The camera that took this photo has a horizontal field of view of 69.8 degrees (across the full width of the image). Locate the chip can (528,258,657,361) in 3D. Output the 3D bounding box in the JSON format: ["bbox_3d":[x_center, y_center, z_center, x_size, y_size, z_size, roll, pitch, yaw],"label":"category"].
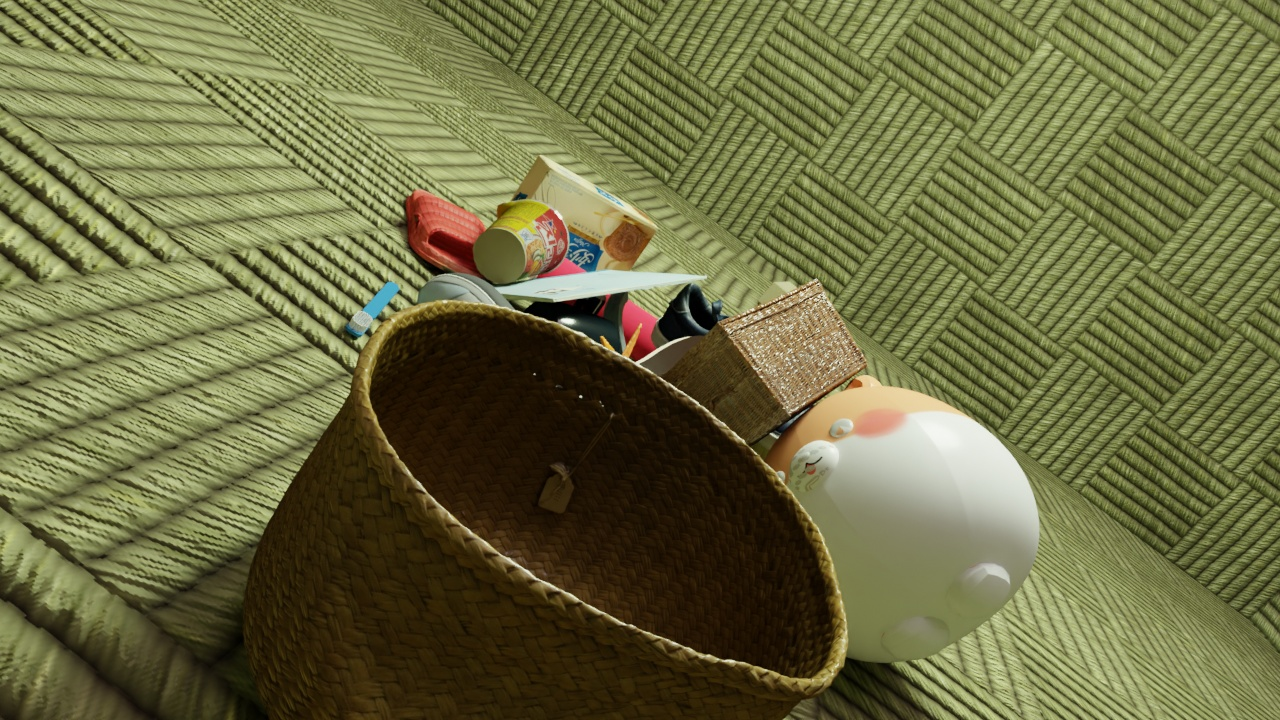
[{"bbox_3d":[-0.050,-0.066,1.268,0.220,0.069,0.069,33,17,-12],"label":"chip can"}]

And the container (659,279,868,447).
[{"bbox_3d":[0.134,0.009,0.964,0.197,0.114,0.112,-26,77,-45],"label":"container"}]

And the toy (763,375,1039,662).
[{"bbox_3d":[0.235,0.149,0.904,0.265,0.263,0.280,32,21,-40],"label":"toy"}]

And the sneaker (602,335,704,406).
[{"bbox_3d":[-0.003,0.069,0.988,0.111,0.117,0.292,44,37,3],"label":"sneaker"}]

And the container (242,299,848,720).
[{"bbox_3d":[-0.059,0.122,0.530,0.307,0.197,0.306,32,19,-13],"label":"container"}]

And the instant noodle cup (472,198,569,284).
[{"bbox_3d":[-0.151,-0.139,1.128,0.100,0.100,0.112,36,24,-1],"label":"instant noodle cup"}]

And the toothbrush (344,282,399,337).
[{"bbox_3d":[-0.263,-0.056,0.914,0.016,0.014,0.166,33,16,-12],"label":"toothbrush"}]

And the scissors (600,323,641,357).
[{"bbox_3d":[-0.026,0.016,1.041,0.011,0.130,0.125,16,-30,33],"label":"scissors"}]

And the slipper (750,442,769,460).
[{"bbox_3d":[0.163,0.114,1.212,0.082,0.091,0.190,19,2,44],"label":"slipper"}]

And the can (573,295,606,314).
[{"bbox_3d":[-0.077,-0.054,1.159,0.031,0.081,0.031,33,17,-12],"label":"can"}]

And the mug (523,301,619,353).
[{"bbox_3d":[-0.084,-0.004,1.036,0.094,0.085,0.121,19,53,-43],"label":"mug"}]

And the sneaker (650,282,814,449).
[{"bbox_3d":[0.142,0.006,1.118,0.294,0.127,0.120,43,36,21],"label":"sneaker"}]

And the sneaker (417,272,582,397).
[{"bbox_3d":[-0.166,0.006,0.836,0.256,0.093,0.160,44,27,27],"label":"sneaker"}]

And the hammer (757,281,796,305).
[{"bbox_3d":[0.221,0.010,1.494,0.100,0.190,0.325,43,0,20],"label":"hammer"}]

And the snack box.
[{"bbox_3d":[-0.097,-0.181,1.335,0.207,0.153,0.055,24,19,-36],"label":"snack box"}]

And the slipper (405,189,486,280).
[{"bbox_3d":[-0.248,-0.174,1.185,0.103,0.059,0.248,25,19,-35],"label":"slipper"}]

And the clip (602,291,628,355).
[{"bbox_3d":[-0.004,0.010,1.157,0.164,0.031,0.168,44,42,-50],"label":"clip"}]

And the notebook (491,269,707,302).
[{"bbox_3d":[-0.069,-0.092,1.109,0.181,0.009,0.252,8,15,43],"label":"notebook"}]
